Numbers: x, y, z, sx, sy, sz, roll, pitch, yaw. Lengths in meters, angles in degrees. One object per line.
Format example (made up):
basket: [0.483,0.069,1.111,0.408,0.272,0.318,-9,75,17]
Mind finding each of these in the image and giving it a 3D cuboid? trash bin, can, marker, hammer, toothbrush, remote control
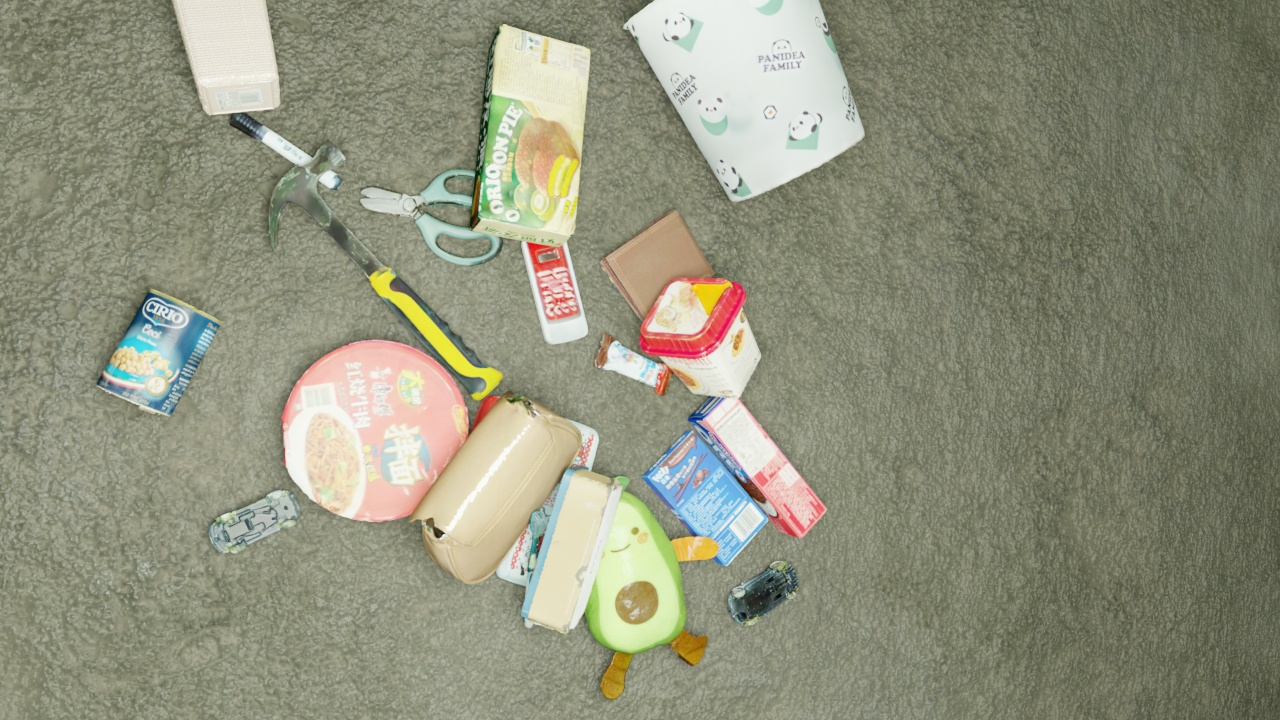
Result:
trash bin: [0.137,-0.347,1.116,0.229,0.230,0.252,-33,103,-20]
can: [-0.485,-0.006,0.926,0.075,0.075,0.111,27,78,-17]
marker: [-0.390,-0.230,1.009,0.130,0.018,0.022,35,83,-15]
hammer: [-0.281,-0.080,1.026,0.126,0.032,0.323,-43,104,-7]
toothbrush: [-0.118,0.238,1.020,0.016,0.018,0.192,-17,133,-30]
remote control: [-0.103,-0.088,1.107,0.055,0.020,0.136,-14,91,-22]

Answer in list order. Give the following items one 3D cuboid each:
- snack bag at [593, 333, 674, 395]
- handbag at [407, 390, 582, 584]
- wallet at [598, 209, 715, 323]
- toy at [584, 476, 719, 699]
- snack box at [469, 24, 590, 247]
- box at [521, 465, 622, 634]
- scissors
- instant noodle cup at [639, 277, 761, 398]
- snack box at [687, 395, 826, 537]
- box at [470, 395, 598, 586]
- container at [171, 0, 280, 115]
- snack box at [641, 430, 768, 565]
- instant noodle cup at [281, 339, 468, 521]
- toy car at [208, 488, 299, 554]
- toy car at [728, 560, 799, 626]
snack bag: [-0.007,0.007,1.134,0.105,0.026,0.045,24,79,-17]
handbag: [-0.156,0.128,0.971,0.100,0.148,0.204,29,71,21]
wallet: [0.024,-0.117,1.153,0.124,0.032,0.101,-38,103,-19]
toy: [-0.011,0.264,1.080,0.226,0.090,0.246,-18,91,-17]
snack box: [-0.128,-0.260,1.075,0.114,0.063,0.240,8,78,-20]
box: [-0.071,0.198,1.002,0.059,0.090,0.184,15,88,9]
scissors: [-0.240,-0.160,1.061,0.179,0.019,0.139,-2,87,-22]
instant noodle cup: [0.080,-0.023,1.112,0.116,0.116,0.124,-59,135,-27]
snack box: [0.149,0.130,1.169,0.058,0.057,0.207,-42,101,-16]
box: [-0.139,0.154,1.067,0.157,0.038,0.200,20,78,-19]
container: [-0.428,-0.324,0.955,0.089,0.090,0.111,-12,84,-21]
snack box: [0.082,0.173,1.156,0.084,0.026,0.157,-44,101,-18]
instant noodle cup: [-0.289,0.076,1.001,0.193,0.066,0.193,2,86,-22]
toy car: [-0.405,0.169,0.966,0.090,0.034,0.043,-26,93,-23]
toy car: [0.155,0.297,1.172,0.105,0.031,0.049,-27,95,-22]
